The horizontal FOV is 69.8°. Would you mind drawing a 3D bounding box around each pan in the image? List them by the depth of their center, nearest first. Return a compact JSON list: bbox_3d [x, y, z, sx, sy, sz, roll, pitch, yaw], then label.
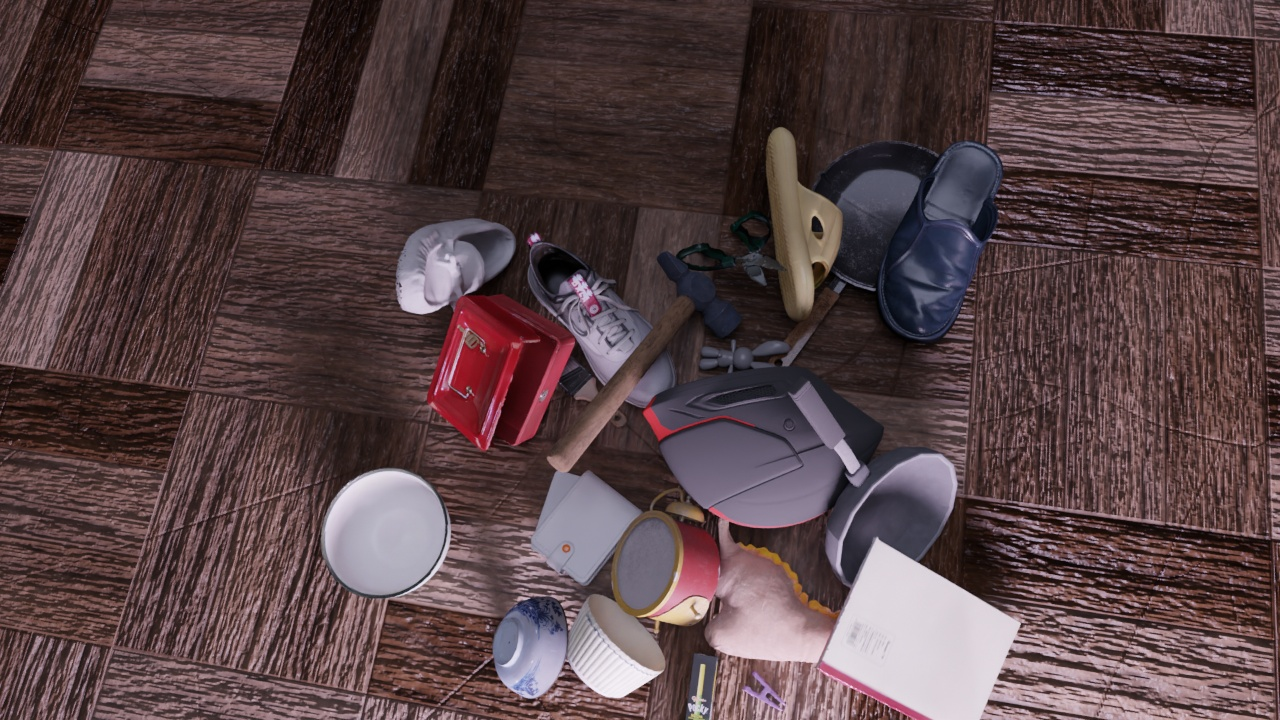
[{"bbox_3d":[0.228,0.120,0.954,0.178,0.357,0.041,-46,42,-5],"label":"pan"},{"bbox_3d":[0.268,-0.119,1.165,0.208,0.040,0.357,36,87,16],"label":"pan"}]

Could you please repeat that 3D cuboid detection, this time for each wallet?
[{"bbox_3d":[-0.078,0.194,1.104,0.115,0.037,0.118,36,76,15],"label":"wallet"}]

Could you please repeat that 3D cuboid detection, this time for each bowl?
[{"bbox_3d":[-0.035,0.324,1.024,0.115,0.115,0.062,43,96,16],"label":"bowl"},{"bbox_3d":[-0.133,0.318,1.030,0.115,0.045,0.114,-30,49,41],"label":"bowl"},{"bbox_3d":[-0.297,0.210,1.103,0.153,0.073,0.153,-2,73,5],"label":"bowl"}]

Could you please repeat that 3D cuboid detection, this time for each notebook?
[{"bbox_3d":[0.302,0.305,0.986,0.208,0.012,0.153,31,79,-14],"label":"notebook"}]

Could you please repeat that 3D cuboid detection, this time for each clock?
[{"bbox_3d":[0.035,0.223,1.047,0.117,0.081,0.158,-33,46,40],"label":"clock"}]

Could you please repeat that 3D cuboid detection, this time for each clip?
[{"bbox_3d":[0.141,0.370,1.037,0.052,0.014,0.042,10,71,12],"label":"clip"}]

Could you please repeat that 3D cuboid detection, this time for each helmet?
[{"bbox_3d":[0.146,0.103,1.038,0.264,0.164,0.169,-10,76,-5],"label":"helmet"}]

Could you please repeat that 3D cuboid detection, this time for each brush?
[{"bbox_3d":[-0.074,0.033,1.166,0.151,0.012,0.039,43,81,16],"label":"brush"}]

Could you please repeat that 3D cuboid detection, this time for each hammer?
[{"bbox_3d":[-0.006,0.006,1.072,0.129,0.040,0.320,45,59,-10],"label":"hammer"}]

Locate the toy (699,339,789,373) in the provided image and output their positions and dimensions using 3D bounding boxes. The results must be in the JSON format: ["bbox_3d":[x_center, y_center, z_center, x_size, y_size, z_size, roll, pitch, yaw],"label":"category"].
[{"bbox_3d":[0.127,-0.002,1.138,0.112,0.030,0.049,1,72,24],"label":"toy"}]

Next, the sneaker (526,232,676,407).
[{"bbox_3d":[-0.052,-0.054,1.131,0.096,0.129,0.263,-40,76,-5],"label":"sneaker"}]

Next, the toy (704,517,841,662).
[{"bbox_3d":[0.206,0.279,1.032,0.264,0.065,0.196,2,78,6],"label":"toy"}]

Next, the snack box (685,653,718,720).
[{"bbox_3d":[0.062,0.398,1.001,0.025,0.080,0.147,7,73,8],"label":"snack box"}]

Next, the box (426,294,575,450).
[{"bbox_3d":[-0.171,0.011,1.116,0.134,0.112,0.158,34,114,25],"label":"box"}]

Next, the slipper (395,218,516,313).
[{"bbox_3d":[-0.224,-0.117,1.127,0.075,0.246,0.112,-6,108,20],"label":"slipper"}]

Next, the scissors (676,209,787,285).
[{"bbox_3d":[0.108,-0.124,1.135,0.142,0.015,0.209,-22,29,7],"label":"scissors"}]

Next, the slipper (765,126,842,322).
[{"bbox_3d":[0.203,-0.168,1.124,0.079,0.111,0.261,-4,68,-2],"label":"slipper"}]

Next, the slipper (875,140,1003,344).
[{"bbox_3d":[0.362,-0.152,1.095,0.109,0.083,0.265,23,84,12],"label":"slipper"}]
